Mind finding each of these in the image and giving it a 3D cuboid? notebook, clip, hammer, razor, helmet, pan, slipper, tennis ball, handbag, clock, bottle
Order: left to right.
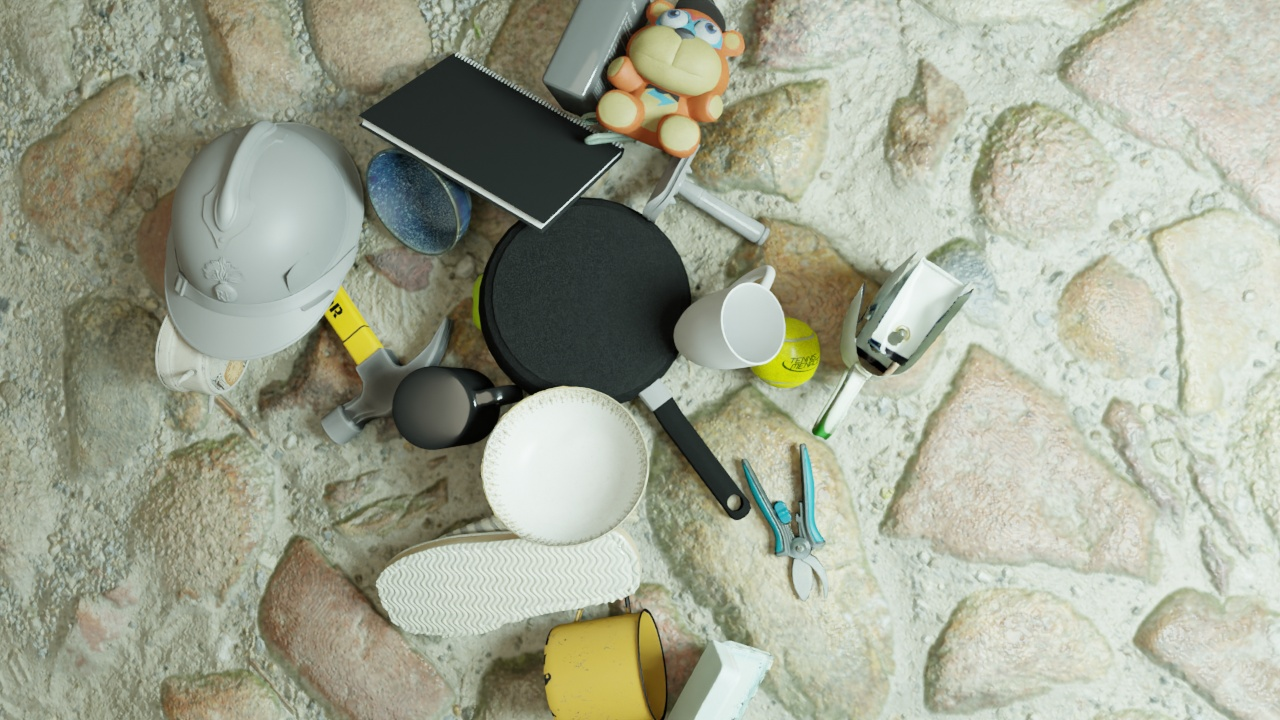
[{"bbox_3d":[-0.429,-0.032,0.939,0.061,0.103,0.156,13,65,3],"label":"clock"},{"bbox_3d":[-0.371,-0.144,0.872,0.183,0.118,0.270,9,68,-2],"label":"helmet"},{"bbox_3d":[-0.329,-0.085,0.951,0.170,0.034,0.324,-37,82,6],"label":"hammer"},{"bbox_3d":[-0.138,-0.215,0.880,0.207,0.016,0.148,31,51,9],"label":"notebook"},{"bbox_3d":[-0.126,0.203,0.877,0.273,0.053,0.114,-15,113,19],"label":"slipper"},{"bbox_3d":[-0.030,-0.324,0.878,0.046,0.083,0.174,25,92,9],"label":"bottle"},{"bbox_3d":[-0.020,-0.226,0.889,0.075,0.023,0.042,-9,85,-21],"label":"clip"},{"bbox_3d":[-0.005,0.005,0.867,0.204,0.044,0.355,-37,88,-10],"label":"pan"},{"bbox_3d":[0.070,-0.146,0.872,0.116,0.047,0.088,30,60,-7],"label":"razor"},{"bbox_3d":[0.133,-0.007,0.849,0.065,0.065,0.065,0,88,10],"label":"tennis ball"},{"bbox_3d":[0.197,-0.010,0.796,0.074,0.151,0.176,37,95,9],"label":"handbag"}]

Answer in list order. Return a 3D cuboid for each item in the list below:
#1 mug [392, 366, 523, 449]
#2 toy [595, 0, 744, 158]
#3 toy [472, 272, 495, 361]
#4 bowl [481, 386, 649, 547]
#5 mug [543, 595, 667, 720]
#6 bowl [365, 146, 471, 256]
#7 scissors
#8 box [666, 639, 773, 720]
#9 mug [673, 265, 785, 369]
[{"bbox_3d":[-0.170,0.042,0.889,0.114,0.088,0.078,-13,86,9],"label":"mug"},{"bbox_3d":[0.030,-0.268,0.860,0.112,0.096,0.175,21,59,1],"label":"toy"},{"bbox_3d":[-0.117,-0.037,0.906,0.092,0.043,0.118,-17,89,5],"label":"toy"},{"bbox_3d":[-0.063,0.101,0.821,0.145,0.063,0.145,-2,70,5],"label":"bowl"},{"bbox_3d":[-0.034,0.279,0.858,0.094,0.100,0.123,-12,64,11],"label":"mug"},{"bbox_3d":[-0.208,-0.167,0.907,0.114,0.060,0.115,21,136,22],"label":"bowl"},{"bbox_3d":[0.143,0.145,0.868,0.156,0.019,0.124,35,96,7],"label":"scissors"},{"bbox_3d":[0.049,0.352,0.828,0.074,0.126,0.197,32,96,44],"label":"box"},{"bbox_3d":[0.081,-0.041,0.827,0.071,0.090,0.107,40,64,-22],"label":"mug"}]
